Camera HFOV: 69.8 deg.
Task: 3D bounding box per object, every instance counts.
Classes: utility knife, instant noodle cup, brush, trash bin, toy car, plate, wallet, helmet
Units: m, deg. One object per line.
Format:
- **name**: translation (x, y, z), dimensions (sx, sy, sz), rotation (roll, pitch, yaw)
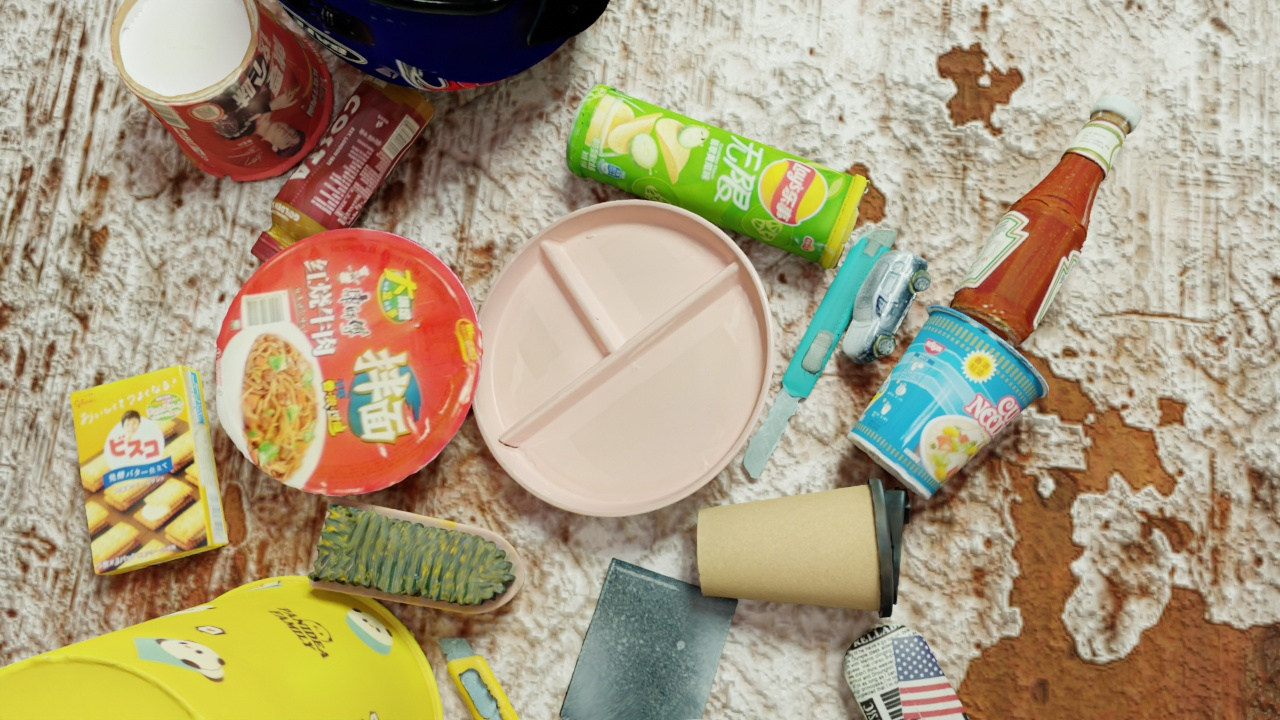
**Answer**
- **utility knife**: translation (-0.095, 0.267, 0.644), dimensions (0.033, 0.015, 0.171), rotation (-32, 80, -6)
- **instant noodle cup**: translation (0.206, 0.034, 0.638), dimensions (0.099, 0.099, 0.110), rotation (40, 91, 9)
- **brush**: translation (-0.152, 0.140, 0.642), dimensions (0.145, 0.073, 0.063), rotation (10, 75, 0)
- **instant noodle cup**: translation (-0.319, -0.219, 0.698), dimensions (0.138, 0.108, 0.137), rotation (0, 80, 2)
- **trash bin**: translation (-0.260, 0.249, 0.535), dimensions (0.229, 0.255, 0.229), rotation (-1, 80, 3)
- **toy car**: translation (0.176, -0.039, 0.669), dimensions (0.034, 0.043, 0.090), rotation (32, 83, -19)
- **plate**: translation (-0.016, -0.003, 0.658), dimensions (0.230, 0.028, 0.229), rotation (-4, 77, 18)
- **instant noodle cup**: translation (-0.206, 0.003, 0.674), dimensions (0.194, 0.066, 0.193), rotation (0, 80, 2)
- **wallet**: translation (0.006, 0.212, 0.649), dimensions (0.097, 0.019, 0.120), rotation (18, 83, 5)
- **utility knife**: translation (0.133, -0.009, 0.684), dimensions (0.029, 0.013, 0.218), rotation (29, 82, 7)
- **helmet**: translation (-0.144, -0.304, 0.609), dimensions (0.247, 0.314, 0.241), rotation (33, 117, 7)

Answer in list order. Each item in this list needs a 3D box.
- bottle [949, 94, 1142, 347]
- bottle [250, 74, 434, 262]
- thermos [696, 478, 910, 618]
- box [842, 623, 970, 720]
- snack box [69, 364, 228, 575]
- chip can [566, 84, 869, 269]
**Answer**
- **bottle**: translation (0.302, -0.105, 0.672), dimensions (0.060, 0.060, 0.206), rotation (33, 82, 8)
- **bottle**: translation (-0.230, -0.142, 0.705), dimensions (0.057, 0.057, 0.174), rotation (33, 83, 8)
- **thermos**: translation (0.113, 0.128, 0.627), dimensions (0.143, 0.093, 0.093), rotation (-3, 79, 11)
- **box**: translation (0.196, 0.258, 0.622), dimensions (0.068, 0.051, 0.164), rotation (-23, 81, -12)
- **snack box**: translation (-0.366, 0.081, 0.684), dimensions (0.087, 0.034, 0.140), rotation (-14, 78, 0)
- **chip can**: translation (0.053, -0.138, 0.683), dimensions (0.221, 0.072, 0.072), rotation (22, 81, 7)
